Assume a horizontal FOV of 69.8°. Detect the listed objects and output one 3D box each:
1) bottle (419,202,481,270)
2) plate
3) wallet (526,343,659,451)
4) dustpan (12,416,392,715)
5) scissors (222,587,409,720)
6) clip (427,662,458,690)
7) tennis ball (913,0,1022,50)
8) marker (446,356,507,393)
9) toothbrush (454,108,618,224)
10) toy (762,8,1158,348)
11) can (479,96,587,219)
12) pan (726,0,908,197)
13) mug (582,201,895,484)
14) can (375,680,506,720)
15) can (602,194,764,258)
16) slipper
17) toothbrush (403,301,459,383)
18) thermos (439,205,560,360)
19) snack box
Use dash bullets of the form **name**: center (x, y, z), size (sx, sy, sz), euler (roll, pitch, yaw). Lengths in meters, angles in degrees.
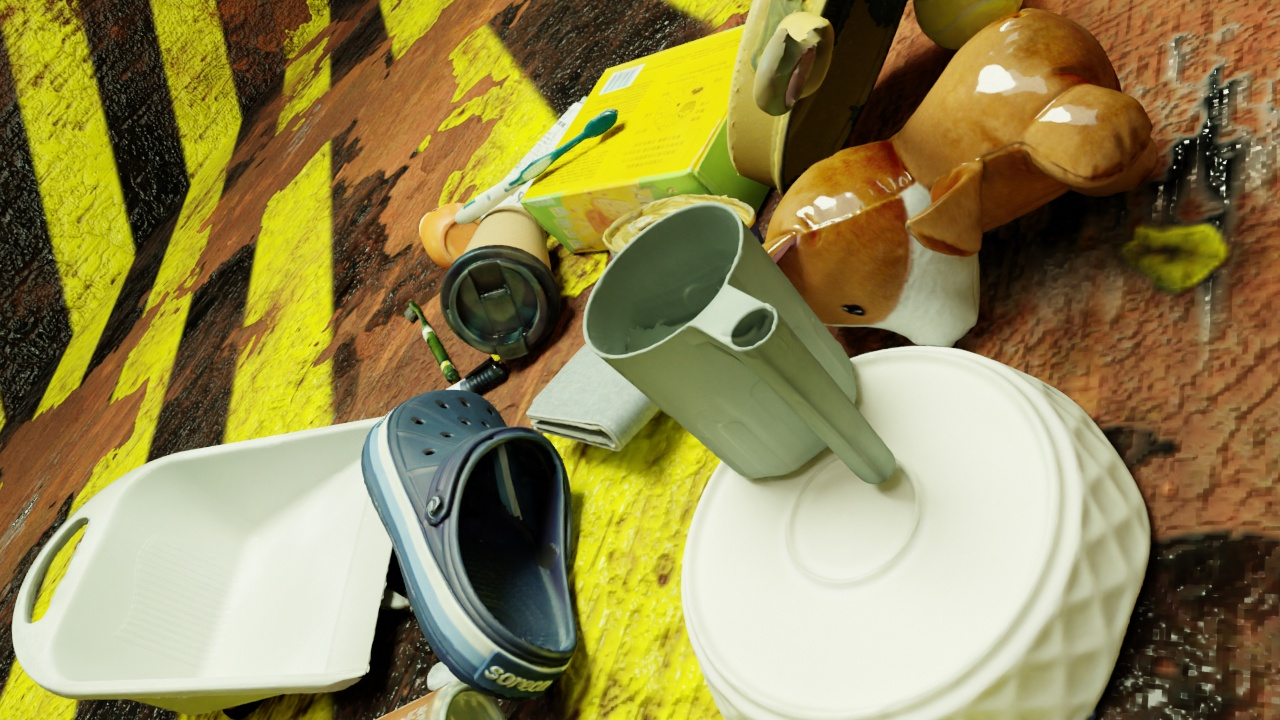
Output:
- **bottle**: center (-0.192, -0.127, 0.920), size (0.066, 0.067, 0.149), euler (-50, 26, -6)
- **plate**: center (0.100, 0.076, 0.394), size (0.205, 0.045, 0.204), euler (-30, 36, 25)
- **wallet**: center (-0.003, 0.003, 0.586), size (0.129, 0.037, 0.107), euler (-46, 28, -25)
- **dustpan**: center (-0.314, 0.140, 0.662), size (0.258, 0.142, 0.222), euler (-30, 39, 27)
- **scissors**: center (-0.238, 0.176, 0.686), size (0.232, 0.021, 0.221), euler (-54, 35, -9)
- **clip**: center (-0.098, 0.178, 0.531), size (0.058, 0.036, 0.025), euler (-27, 40, 27)
- **tennis ball**: center (0.205, -0.229, 0.575), size (0.066, 0.065, 0.065), euler (-29, 37, 25)
- **marker**: center (-0.162, 0.032, 0.751), size (0.131, 0.022, 0.018), euler (-27, 12, 25)
- **toothbrush**: center (-0.088, -0.154, 0.743), size (0.192, 0.016, 0.018), euler (-24, 28, 36)
- **toy**: center (0.143, -0.071, 0.452), size (0.200, 0.140, 0.130), euler (-26, 80, 31)
- **can**: center (-0.082, -0.168, 0.837), size (0.146, 0.058, 0.058), euler (-47, 33, 0)
- **pan**: center (0.092, -0.161, 0.465), size (0.356, 0.078, 0.198), euler (-35, -34, -58)
- **mug**: center (0.047, 0.001, 0.395), size (0.083, 0.103, 0.124), euler (-48, 34, -3)
- **can**: center (-0.140, 0.224, 0.493), size (0.147, 0.058, 0.057), euler (-32, 36, 22)
- **can**: center (0.029, -0.064, 0.570), size (0.074, 0.049, 0.148), euler (-31, 23, -13)
- **slipper**: center (-0.094, 0.082, 0.546), size (0.095, 0.105, 0.252), euler (-48, 35, 11)
- **toothbrush**: center (-0.196, -0.018, 0.850), size (0.017, 0.012, 0.186), euler (-51, 33, 4)
- **thermos**: center (-0.110, -0.071, 0.748), size (0.093, 0.093, 0.143), euler (-35, 27, 17)
- **snack box**: center (0.020, -0.168, 0.712), size (0.210, 0.070, 0.157), euler (4, 58, 49)
